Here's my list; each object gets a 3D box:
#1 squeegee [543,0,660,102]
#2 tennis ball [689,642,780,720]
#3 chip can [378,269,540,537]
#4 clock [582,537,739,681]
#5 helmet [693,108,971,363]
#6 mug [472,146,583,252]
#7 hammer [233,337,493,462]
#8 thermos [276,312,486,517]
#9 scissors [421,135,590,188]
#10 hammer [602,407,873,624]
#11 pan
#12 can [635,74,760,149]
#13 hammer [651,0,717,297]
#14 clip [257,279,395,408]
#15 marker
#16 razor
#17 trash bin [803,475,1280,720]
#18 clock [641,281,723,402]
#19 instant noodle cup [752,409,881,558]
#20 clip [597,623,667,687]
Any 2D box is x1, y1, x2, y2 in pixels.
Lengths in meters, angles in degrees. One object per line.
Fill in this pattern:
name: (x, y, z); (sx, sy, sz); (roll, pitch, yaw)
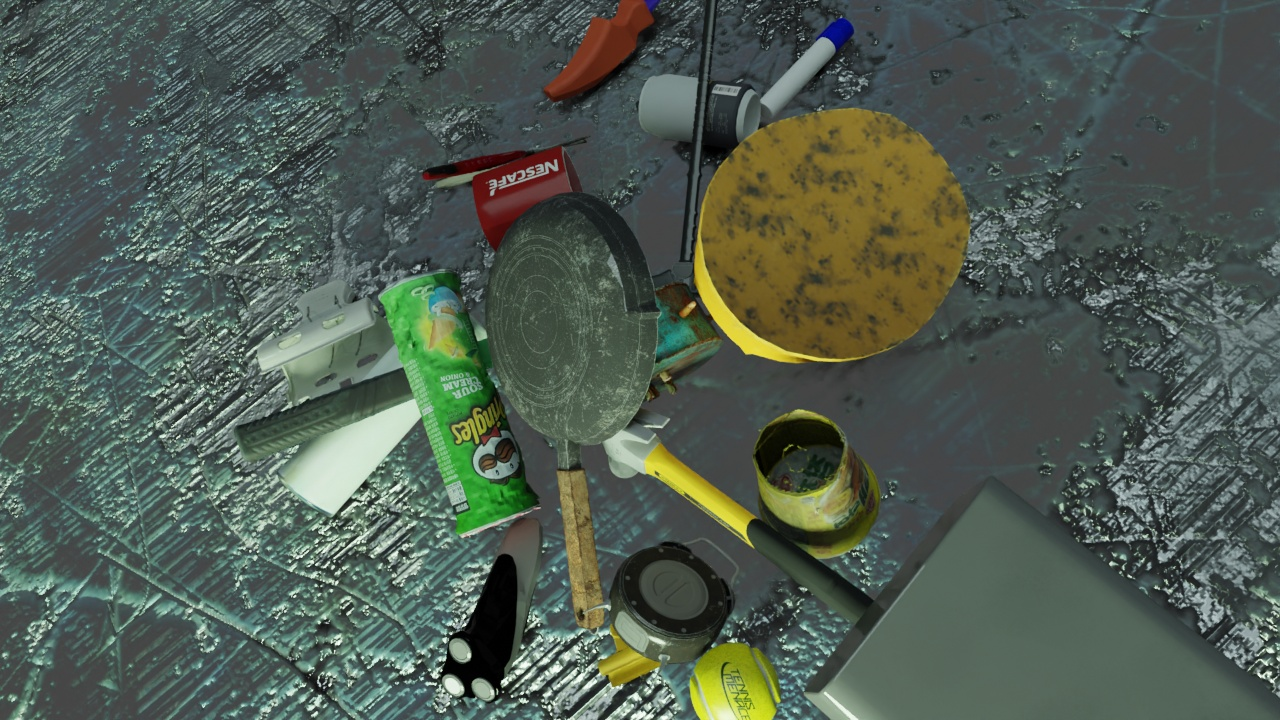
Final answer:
squeegee: (-0.037, -0.357, 1.031); (0.184, 0.055, 0.250); (-46, 43, -10)
tennis ball: (0.069, 0.241, 0.673); (0.065, 0.065, 0.065); (-7, 61, 13)
chip can: (-0.156, 0.034, 0.784); (0.075, 0.075, 0.223); (-20, 85, 5)
clock: (0.024, 0.189, 0.714); (0.091, 0.044, 0.122); (38, 41, 25)
helmet: (0.141, -0.088, 0.785); (0.254, 0.132, 0.205); (-34, 86, -25)
mug: (-0.106, -0.146, 0.925); (0.097, 0.080, 0.116); (-17, 66, 8)
hammer: (-0.204, 0.019, 0.833); (0.318, 0.032, 0.130); (-21, 86, -11)
thermos: (-0.241, 0.041, 0.874); (0.068, 0.068, 0.229); (34, 76, 29)
scissors: (-0.154, -0.209, 0.974); (0.198, 0.015, 0.180); (-22, 11, -36)
hammer: (0.096, 0.138, 0.705); (0.324, 0.127, 0.029); (35, 68, 21)
pan: (-0.060, 0.045, 0.729); (0.208, 0.040, 0.357); (-2, 92, 49)
can: (0.055, -0.257, 0.943); (0.127, 0.064, 0.064); (15, 68, 23)
hammer: (0.050, -0.221, 0.895); (0.095, 0.015, 0.324); (3, 82, 21)
clip: (-0.319, -0.028, 0.929); (0.126, 0.110, 0.150); (-23, 69, 1)
marker: (0.171, -0.305, 0.958); (0.133, 0.023, 0.027); (-47, 39, -11)
razor: (-0.115, 0.201, 0.760); (0.057, 0.060, 0.155); (-3, 42, 28)
trash bin: (0.250, 0.217, 0.579); (0.220, 0.098, 0.191); (40, 77, 14)
clock: (-0.005, 0.005, 0.789); (0.158, 0.121, 0.073); (-33, 79, 13)
instant noodle cup: (0.131, 0.090, 0.709); (0.102, 0.108, 0.102); (-8, 61, 15)
clip: (-0.010, 0.227, 0.727); (0.054, 0.046, 0.048); (-26, 83, 4)
